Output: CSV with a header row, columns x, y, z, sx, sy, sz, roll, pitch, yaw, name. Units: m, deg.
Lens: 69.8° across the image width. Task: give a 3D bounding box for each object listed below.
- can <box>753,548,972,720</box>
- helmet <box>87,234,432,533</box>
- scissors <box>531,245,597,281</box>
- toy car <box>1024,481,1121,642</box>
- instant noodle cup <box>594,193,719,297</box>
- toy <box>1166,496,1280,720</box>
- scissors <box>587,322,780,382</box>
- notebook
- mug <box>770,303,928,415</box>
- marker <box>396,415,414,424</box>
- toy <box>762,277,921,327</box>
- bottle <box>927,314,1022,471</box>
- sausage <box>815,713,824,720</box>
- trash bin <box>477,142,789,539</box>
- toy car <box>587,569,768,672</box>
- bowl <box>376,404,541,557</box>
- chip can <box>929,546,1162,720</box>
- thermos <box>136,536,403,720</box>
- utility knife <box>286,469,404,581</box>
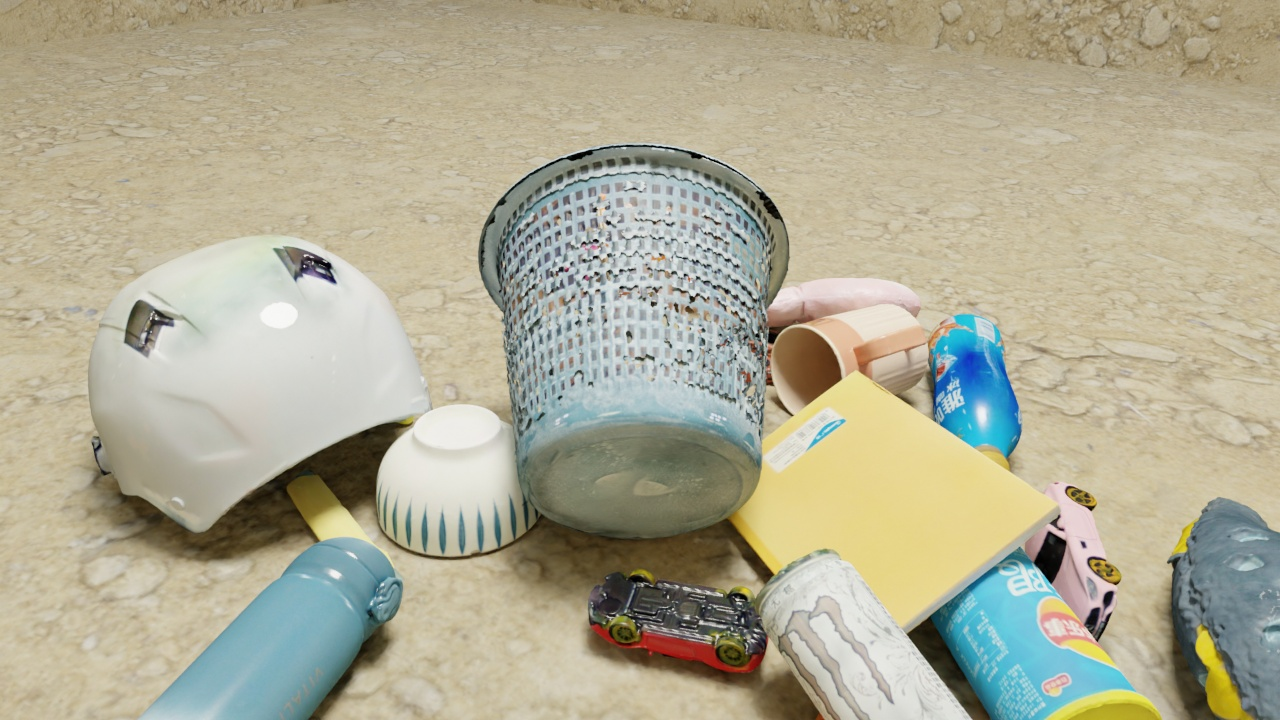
x,y,z,sx,sy,sz,roll,pitch,yaw,name
0.118,0.165,0.446,0.058,0.058,0.146,-14,49,-27,can
-0.287,-0.011,0.657,0.228,0.146,0.259,-26,30,-27,helmet
-0.096,-0.108,1.022,0.133,0.017,0.135,-19,36,-26,scissors
0.265,0.123,0.573,0.037,0.056,0.122,10,30,8,toy car
0.012,-0.130,0.941,0.111,0.151,0.151,-10,30,-4,instant noodle cup
0.357,0.167,0.480,0.138,0.092,0.355,27,27,-13,toy
0.045,-0.012,0.851,0.206,0.015,0.193,-10,31,-20,scissors
0.137,0.086,0.582,0.146,0.010,0.206,-37,29,-4,notebook
0.183,-0.004,0.753,0.105,0.081,0.115,-15,-8,-32,mug
-0.229,0.025,0.767,0.124,0.015,0.018,24,32,37,marker
0.181,-0.050,0.867,0.159,0.054,0.121,-1,-5,8,toy
0.266,0.035,0.728,0.065,0.065,0.218,8,30,10,bottle
0.073,0.210,0.437,0.021,0.021,0.164,18,33,27,sausage
-0.004,0.004,0.618,0.226,0.227,0.194,1,53,-2,trash bin
0.021,0.151,0.532,0.106,0.031,0.049,9,29,10,toy car
-0.124,0.073,0.631,0.116,0.066,0.116,2,28,-1,bowl
0.200,0.138,0.526,0.071,0.071,0.210,-3,28,-8,chip can
-0.197,0.170,0.450,0.070,0.070,0.219,10,30,15,thermos
-0.203,0.109,0.613,0.030,0.018,0.163,-14,34,-35,utility knife
